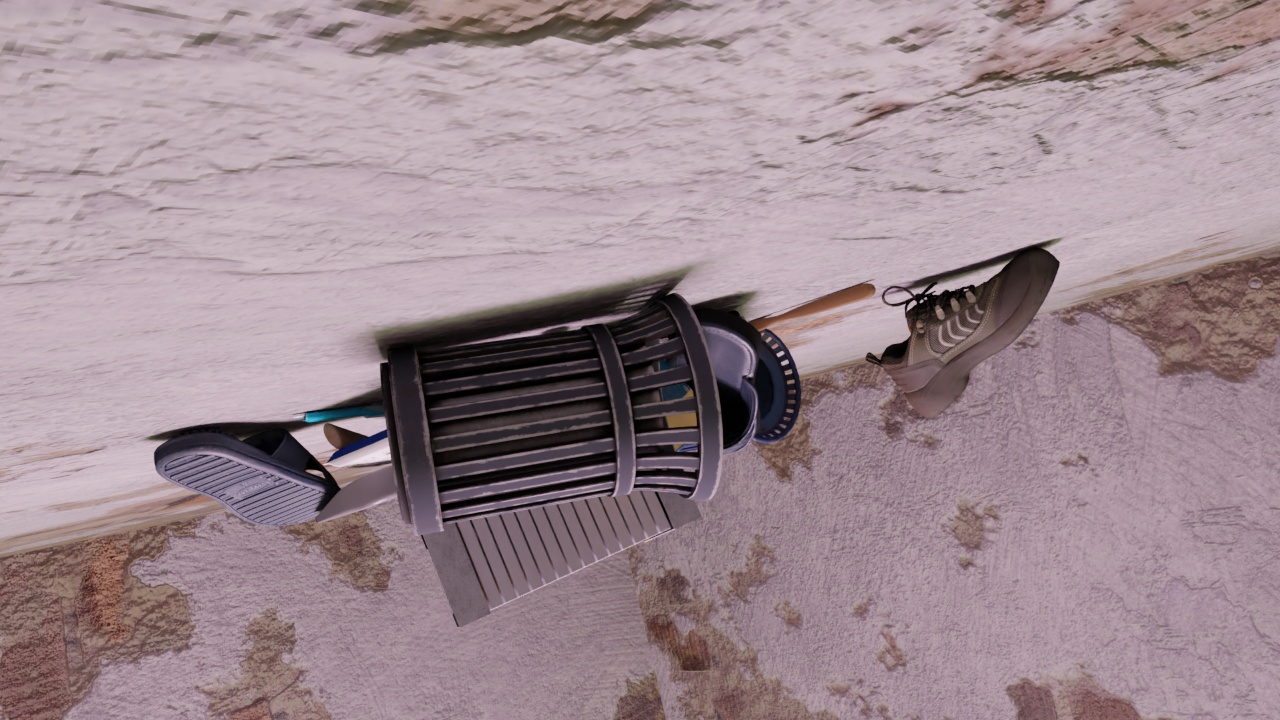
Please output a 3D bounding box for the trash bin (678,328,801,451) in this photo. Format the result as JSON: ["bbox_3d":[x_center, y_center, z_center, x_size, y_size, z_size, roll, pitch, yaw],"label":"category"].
[{"bbox_3d":[0.061,0.050,1.152,0.139,0.139,0.250,-9,174,-42],"label":"trash bin"}]

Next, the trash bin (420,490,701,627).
[{"bbox_3d":[-0.093,0.148,0.922,0.246,0.142,0.143,-21,170,-17],"label":"trash bin"}]

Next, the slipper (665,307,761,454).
[{"bbox_3d":[0.064,0.049,0.924,0.109,0.083,0.266,15,154,10],"label":"slipper"}]

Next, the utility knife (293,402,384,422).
[{"bbox_3d":[-0.304,0.055,0.954,0.116,0.015,0.022,-5,171,-45],"label":"utility knife"}]

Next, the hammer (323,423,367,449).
[{"bbox_3d":[-0.302,0.106,1.095,0.030,0.119,0.331,-35,169,-6],"label":"hammer"}]

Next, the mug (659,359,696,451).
[{"bbox_3d":[-0.005,0.044,0.836,0.083,0.107,0.113,-38,-177,44],"label":"mug"}]

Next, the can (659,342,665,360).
[{"bbox_3d":[-0.006,0.006,0.966,0.054,0.054,0.135,-16,174,21],"label":"can"}]

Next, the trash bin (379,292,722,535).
[{"bbox_3d":[-0.073,0.045,0.700,0.227,0.164,0.164,-8,173,-13],"label":"trash bin"}]

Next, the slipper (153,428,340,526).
[{"bbox_3d":[-0.400,0.105,0.959,0.101,0.082,0.264,-18,155,5],"label":"slipper"}]

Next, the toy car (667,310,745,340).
[{"bbox_3d":[0.066,-0.022,0.936,0.048,0.040,0.113,-10,174,-26],"label":"toy car"}]

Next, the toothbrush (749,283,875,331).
[{"bbox_3d":[0.183,-0.056,1.003,0.167,0.016,0.016,-18,172,43],"label":"toothbrush"}]

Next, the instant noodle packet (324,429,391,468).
[{"bbox_3d":[-0.246,0.086,0.928,0.135,0.026,0.086,-22,167,35],"label":"instant noodle packet"}]

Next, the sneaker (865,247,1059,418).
[{"bbox_3d":[0.353,-0.059,1.056,0.239,0.143,0.100,-55,174,32],"label":"sneaker"}]

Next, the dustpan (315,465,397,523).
[{"bbox_3d":[-0.238,0.120,0.975,0.162,0.033,0.258,-18,177,-35],"label":"dustpan"}]
